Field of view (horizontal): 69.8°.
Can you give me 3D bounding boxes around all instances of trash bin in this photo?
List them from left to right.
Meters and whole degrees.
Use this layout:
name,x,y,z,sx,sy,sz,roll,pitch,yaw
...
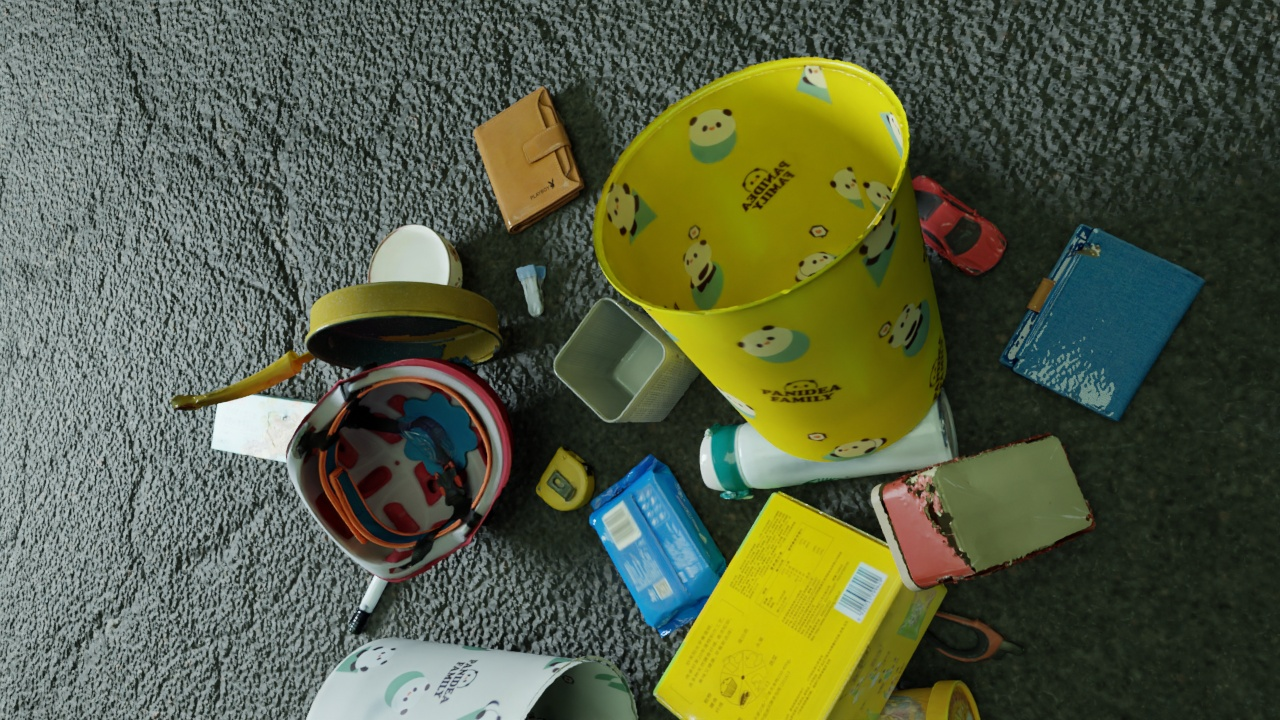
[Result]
name,x,y,z,sx,sy,sz,roll,pitch,yaw
trash bin,-0.166,0.375,0.865,0.252,0.229,0.229,1,85,31
trash bin,0.123,-0.058,0.718,0.230,0.255,0.229,-17,50,21

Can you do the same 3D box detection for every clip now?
name,x,y,z,sx,sy,sz,roll,pitch,yaw
clip,-0.116,-0.075,0.996,0.027,0.045,0.058,-6,91,22

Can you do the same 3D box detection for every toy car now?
name,x,y,z,sx,sy,sz,roll,pitch,yaw
toy car,0.272,-0.118,0.808,0.106,0.031,0.049,45,105,21

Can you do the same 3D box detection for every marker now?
name,x,y,z,sx,sy,sz,roll,pitch,yaw
marker,-0.301,0.255,1.049,0.022,0.018,0.131,32,99,34

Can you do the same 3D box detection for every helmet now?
name,x,y,z,sx,sy,sz,roll,pitch,yaw
helmet,-0.228,0.091,0.958,0.240,0.143,0.207,-38,97,13

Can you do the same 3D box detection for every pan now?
name,x,y,z,sx,sy,sz,roll,pitch,yaw
pan,-0.321,-0.004,0.959,0.357,0.198,0.078,-6,73,7

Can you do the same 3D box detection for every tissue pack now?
name,x,y,z,sx,sy,sz,roll,pitch,yaw
tissue pack,0.020,0.179,0.884,0.095,0.052,0.157,-39,69,19

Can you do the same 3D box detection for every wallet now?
name,x,y,z,sx,sy,sz,roll,pitch,yaw
wallet,-0.122,-0.221,1.010,0.108,0.031,0.131,-26,75,23
wallet,0.371,-0.031,0.746,0.106,0.040,0.133,30,97,17

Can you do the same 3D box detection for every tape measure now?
name,x,y,z,sx,sy,sz,roll,pitch,yaw
tape measure,-0.077,0.127,0.949,0.057,0.029,0.060,36,100,24

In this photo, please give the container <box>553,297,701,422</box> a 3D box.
name,x,y,z,sx,sy,sz,roll,pitch,yaw
container,-0.005,0.005,0.880,0.090,0.114,0.090,43,103,23

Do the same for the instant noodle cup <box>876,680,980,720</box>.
name,x,y,z,sx,sy,sz,roll,pitch,yaw
instant noodle cup,0.209,0.322,0.746,0.115,0.118,0.118,-12,79,32

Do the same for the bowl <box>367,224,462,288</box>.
name,x,y,z,sx,sy,sz,roll,pitch,yaw
bowl,-0.244,-0.092,1.036,0.114,0.062,0.113,-2,84,24

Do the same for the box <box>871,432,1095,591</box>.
name,x,y,z,sx,sy,sz,roll,pitch,yaw
box,0.269,0.109,0.699,0.080,0.168,0.091,-37,67,52

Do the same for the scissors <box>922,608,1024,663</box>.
name,x,y,z,sx,sy,sz,roll,pitch,yaw
scissors,0.227,0.200,0.802,0.227,0.015,0.189,25,95,25

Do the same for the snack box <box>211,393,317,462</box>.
name,x,y,z,sx,sy,sz,roll,pitch,yaw
snack box,-0.440,0.082,1.116,0.175,0.051,0.074,5,87,26

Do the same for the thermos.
name,x,y,z,sx,sy,sz,roll,pitch,yaw
thermos,0.162,0.078,0.820,0.225,0.073,0.073,-11,79,25

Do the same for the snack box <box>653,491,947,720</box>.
name,x,y,z,sx,sy,sz,roll,pitch,yaw
snack box,0.128,0.233,0.757,0.158,0.070,0.210,21,76,51
